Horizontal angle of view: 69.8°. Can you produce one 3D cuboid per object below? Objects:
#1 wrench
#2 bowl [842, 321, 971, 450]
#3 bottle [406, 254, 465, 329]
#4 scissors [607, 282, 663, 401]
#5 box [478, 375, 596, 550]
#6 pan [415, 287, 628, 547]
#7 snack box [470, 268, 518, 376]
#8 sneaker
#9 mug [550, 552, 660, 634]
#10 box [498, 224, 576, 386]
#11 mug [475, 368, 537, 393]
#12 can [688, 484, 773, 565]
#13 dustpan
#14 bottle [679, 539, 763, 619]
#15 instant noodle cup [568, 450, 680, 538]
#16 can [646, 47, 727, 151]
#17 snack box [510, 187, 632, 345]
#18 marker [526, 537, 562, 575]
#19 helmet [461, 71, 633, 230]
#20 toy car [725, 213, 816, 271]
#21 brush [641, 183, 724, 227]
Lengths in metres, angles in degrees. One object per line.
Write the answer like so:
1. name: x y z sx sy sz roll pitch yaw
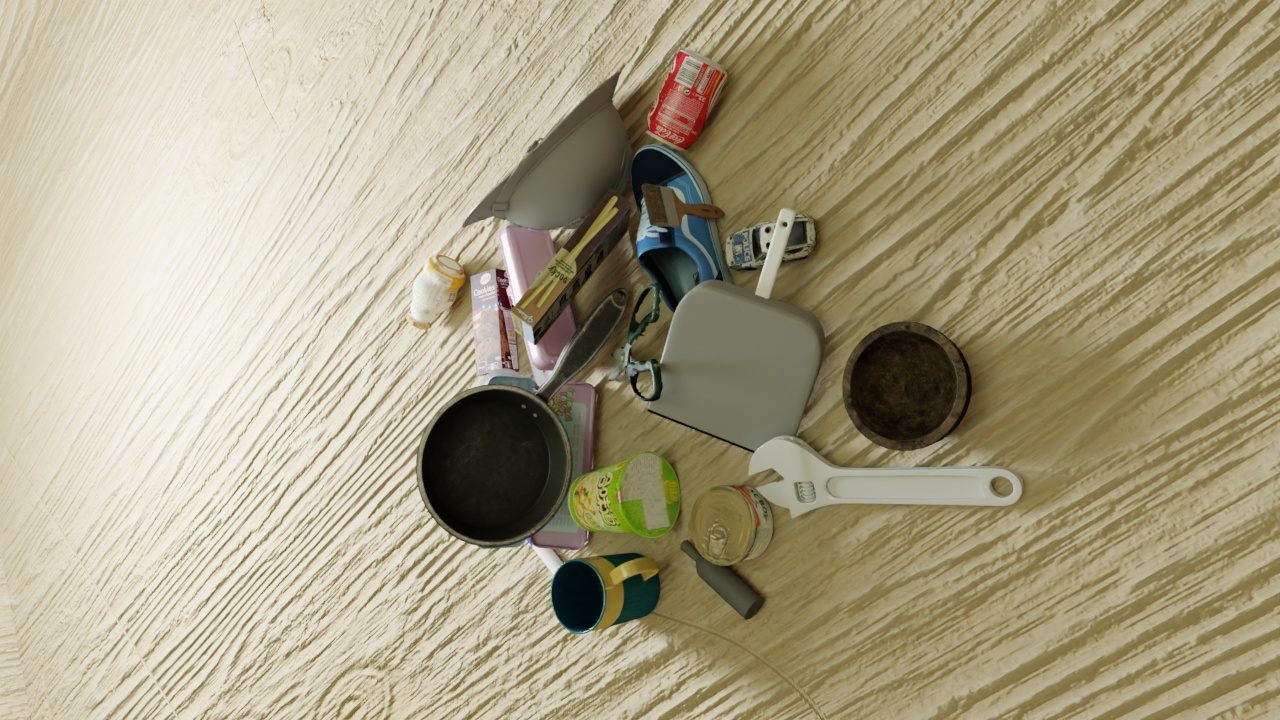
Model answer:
1. wrench: 0.232 0.113 0.908 0.274 0.018 0.087 -7 99 36
2. bowl: 0.261 0.026 0.879 0.121 0.056 0.121 -4 84 38
3. bottle: -0.300 -0.097 1.329 0.063 0.063 0.109 46 114 31
4. scissors: -0.007 0.011 1.054 0.210 0.015 0.146 124 143 -60
5. box: -0.132 0.127 1.141 0.049 0.149 0.214 178 96 -72
6. pan: -0.123 0.055 1.093 0.356 0.187 0.055 -56 20 -18
7. snack box: -0.202 -0.051 1.267 0.051 0.031 0.140 -12 79 37
8. sneaker: 0.032 -0.154 1.049 0.084 0.098 0.241 -32 67 32
9. mug: -0.028 0.259 1.056 0.114 0.107 0.083 -39 62 30
10. box: -0.145 -0.067 1.199 0.103 0.086 0.201 -34 66 45
11. mug: -0.182 0.071 1.199 0.113 0.084 0.070 -47 53 -7
12. can: 0.099 0.179 1.002 0.086 0.043 0.086 -4 83 38
13. dustpan: 0.116 -0.034 0.963 0.163 0.033 0.258 21 115 14
14. bottle: 0.085 0.238 1.016 0.113 0.030 0.030 38 109 34
15. instant noodle cup: -0.024 0.162 1.076 0.108 0.098 0.099 -16 76 45
16. can: 0.052 -0.302 1.067 0.064 0.064 0.105 39 109 34
17. snack box: -0.081 -0.108 1.085 0.031 0.101 0.185 37 79 3
18. marker: -0.107 0.265 1.174 0.141 0.020 0.020 44 112 32
19. helmet: -0.089 -0.221 1.132 0.271 0.183 0.117 -42 101 13
20. toy car: 0.138 -0.128 1.000 0.113 0.040 0.048 -10 79 38
21. brush: 0.051 -0.167 1.007 0.008 0.142 0.045 -17 84 37
